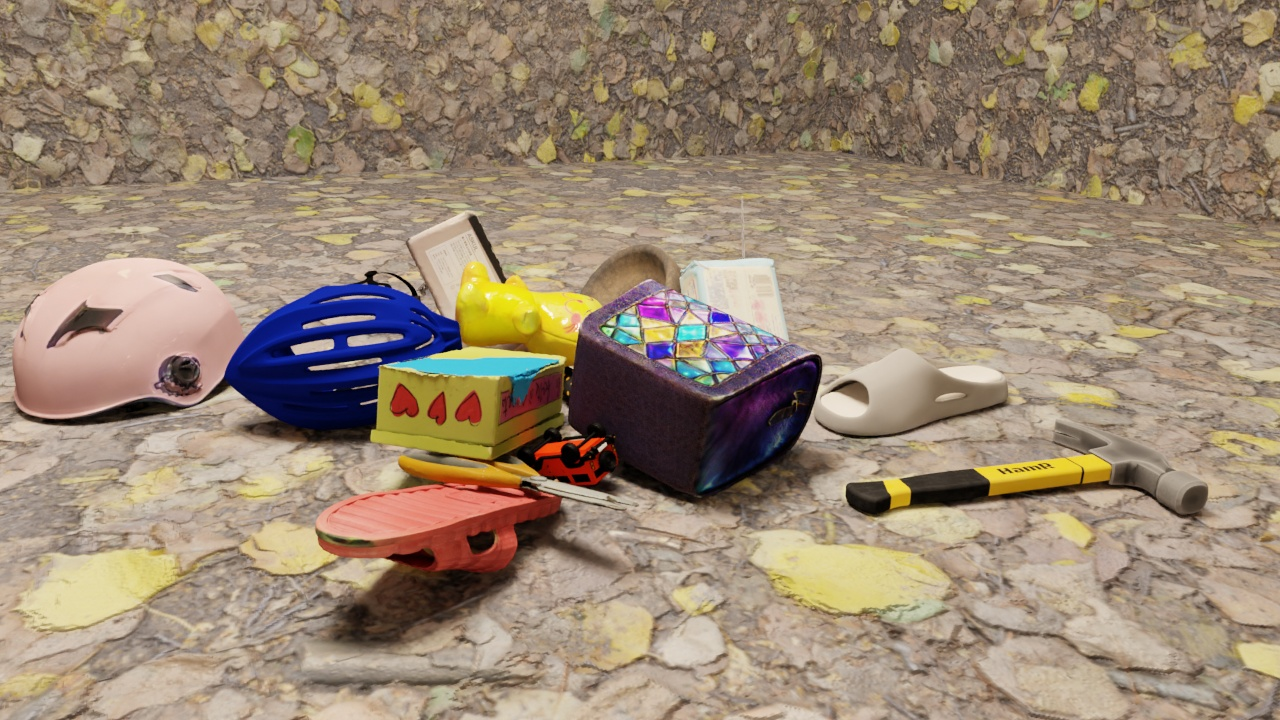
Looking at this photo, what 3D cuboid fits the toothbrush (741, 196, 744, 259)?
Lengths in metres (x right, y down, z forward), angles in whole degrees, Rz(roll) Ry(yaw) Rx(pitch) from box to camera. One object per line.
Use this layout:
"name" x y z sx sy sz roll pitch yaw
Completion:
"toothbrush" 0.151 -0.156 1.387 0.010 0.182 0.010 -7 16 -13

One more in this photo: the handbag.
"handbag" 0.056 0.015 0.927 0.205 0.126 0.221 27 34 29

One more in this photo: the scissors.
"scissors" -0.093 0.101 0.786 0.228 0.016 0.133 8 3 24

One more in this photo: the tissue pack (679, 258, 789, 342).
"tissue pack" 0.115 -0.035 1.098 0.112 0.181 0.070 -3 -15 -20

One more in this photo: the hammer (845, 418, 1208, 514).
"hammer" 0.349 0.111 0.877 0.324 0.034 0.170 -5 19 -13

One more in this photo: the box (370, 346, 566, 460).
"box" -0.160 0.038 0.906 0.124 0.082 0.220 5 8 9

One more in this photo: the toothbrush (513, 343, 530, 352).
"toothbrush" -0.161 0.014 1.089 0.016 0.022 0.134 13 39 17

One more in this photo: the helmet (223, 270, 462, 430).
"helmet" -0.319 -0.021 1.024 0.241 0.148 0.227 -6 23 -4

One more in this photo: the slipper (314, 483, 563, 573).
"slipper" -0.147 0.136 0.730 0.104 0.059 0.248 9 5 29

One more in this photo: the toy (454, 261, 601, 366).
"toy" -0.125 -0.043 1.067 0.193 0.087 0.134 13 18 -20

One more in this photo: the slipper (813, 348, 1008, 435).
"slipper" 0.318 0.019 1.056 0.265 0.081 0.113 -8 24 -24

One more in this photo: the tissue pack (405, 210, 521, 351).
"tissue pack" -0.214 -0.084 1.129 0.103 0.181 0.071 -28 23 -10

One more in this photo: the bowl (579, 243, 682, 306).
"bowl" -0.005 -0.064 1.183 0.162 0.162 0.070 24 -9 48

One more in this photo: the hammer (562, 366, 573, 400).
"hammer" -0.105 0.012 1.123 0.123 0.036 0.320 -13 22 -20

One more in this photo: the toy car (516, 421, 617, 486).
"toy car" -0.067 0.093 0.869 0.100 0.049 0.051 -10 18 39

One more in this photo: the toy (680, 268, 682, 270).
"toy" 0.111 -0.063 1.253 0.172 0.093 0.163 -5 46 -28

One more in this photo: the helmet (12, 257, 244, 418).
"helmet" -0.597 -0.034 1.066 0.230 0.153 0.254 16 30 27
